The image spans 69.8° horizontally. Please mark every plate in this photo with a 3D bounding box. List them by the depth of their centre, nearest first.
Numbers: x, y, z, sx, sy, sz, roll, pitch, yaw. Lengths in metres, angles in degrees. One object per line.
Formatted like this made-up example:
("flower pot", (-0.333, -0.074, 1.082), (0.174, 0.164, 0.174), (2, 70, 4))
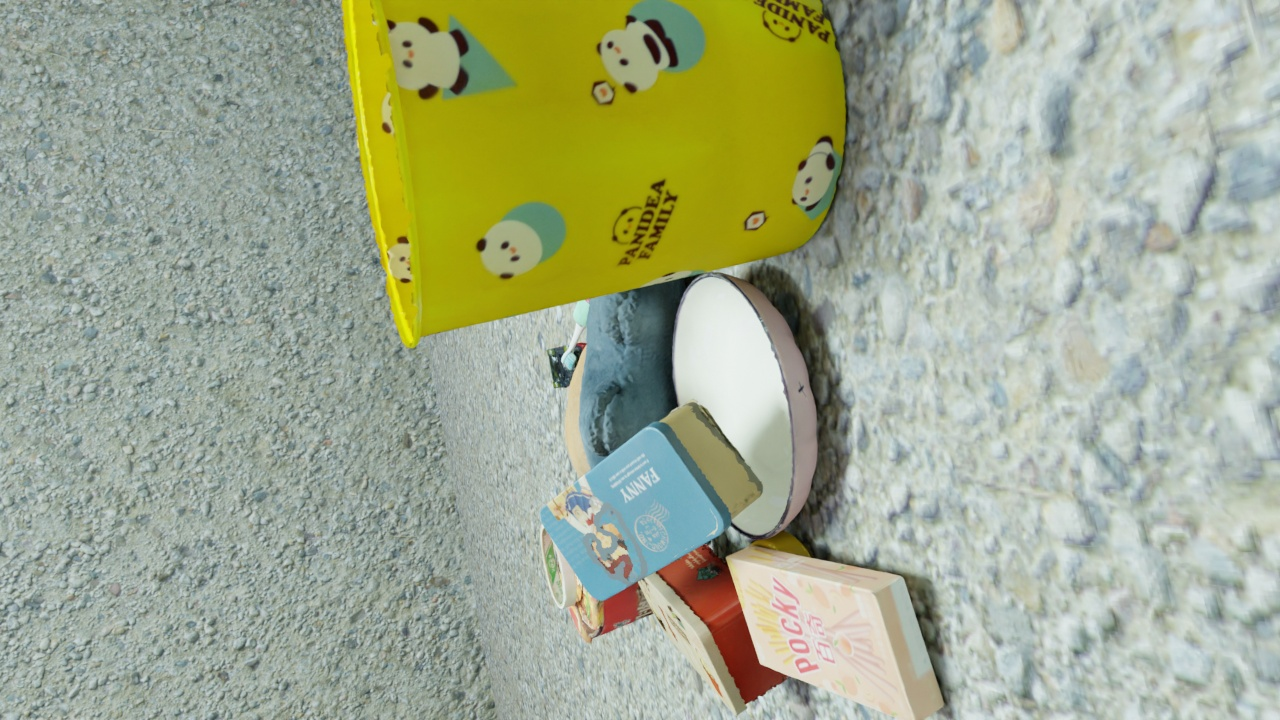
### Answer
("plate", (0.078, 0.030, 0.660), (0.193, 0.039, 0.192), (169, 90, -71))

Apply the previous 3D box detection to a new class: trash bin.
("trash bin", (-0.034, -0.140, 0.557), (0.230, 0.255, 0.229), (170, 90, -72))

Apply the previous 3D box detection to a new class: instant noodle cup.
("instant noodle cup", (-0.017, 0.196, 0.912), (0.138, 0.108, 0.138), (169, 90, -71))

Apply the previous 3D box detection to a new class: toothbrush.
("toothbrush", (-0.050, -0.063, 0.948), (0.027, 0.026, 0.225), (51, 142, 19))

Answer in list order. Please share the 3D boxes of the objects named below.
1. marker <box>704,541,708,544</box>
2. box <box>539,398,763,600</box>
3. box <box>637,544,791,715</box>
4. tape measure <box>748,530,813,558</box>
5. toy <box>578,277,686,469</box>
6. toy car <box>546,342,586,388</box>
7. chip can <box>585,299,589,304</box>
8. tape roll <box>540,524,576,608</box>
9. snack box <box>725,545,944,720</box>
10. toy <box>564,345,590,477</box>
("marker", (0.044, 0.106, 0.831), (0.023, 0.018, 0.131), (1, 102, 45))
("box", (0.007, 0.099, 0.647), (0.090, 0.059, 0.185), (53, 137, 7))
("box", (0.061, 0.201, 0.747), (0.091, 0.076, 0.168), (65, 167, -15))
("tape measure", (0.105, 0.150, 0.658), (0.060, 0.028, 0.057), (59, 153, 17))
("toy", (-0.005, 0.004, 0.766), (0.137, 0.091, 0.356), (-66, -20, -79))
("toy car", (-0.076, 0.005, 1.081), (0.121, 0.045, 0.053), (-5, 94, 66))
("chip can", (-0.014, -0.144, 0.787), (0.071, 0.071, 0.211), (-119, 26, -44))
("tape roll", (-0.082, 0.202, 0.910), (0.086, 0.014, 0.086), (170, 90, -72))
("snack box", (0.117, 0.169, 0.585), (0.157, 0.026, 0.084), (-9, 101, 62))
("toy", (-0.041, 0.070, 0.970), (0.226, 0.082, 0.143), (107, 171, -56))
